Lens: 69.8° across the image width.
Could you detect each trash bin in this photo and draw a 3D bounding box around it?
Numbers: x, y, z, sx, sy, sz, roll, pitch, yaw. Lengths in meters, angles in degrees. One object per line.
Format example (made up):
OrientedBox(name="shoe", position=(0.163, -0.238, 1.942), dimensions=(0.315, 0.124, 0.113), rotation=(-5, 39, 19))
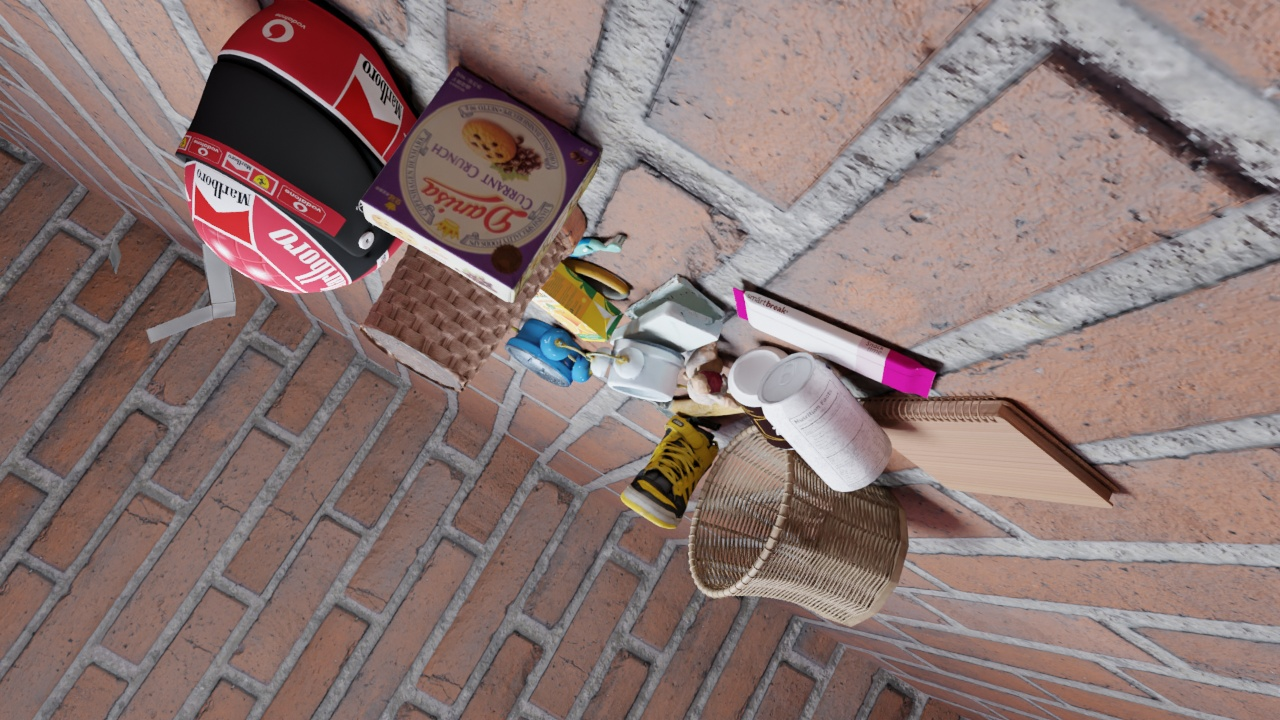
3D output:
OrientedBox(name="trash bin", position=(-0.169, -0.088, 0.912), dimensions=(0.151, 0.209, 0.151), rotation=(28, 165, 8))

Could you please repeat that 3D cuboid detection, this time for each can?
OrientedBox(name="can", position=(0.181, 0.061, 0.904), dimensions=(0.136, 0.078, 0.078), rotation=(46, 160, -24))
OrientedBox(name="can", position=(0.147, 0.043, 0.994), dimensions=(0.072, 0.071, 0.128), rotation=(20, 162, 35))

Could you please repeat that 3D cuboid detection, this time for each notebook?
OrientedBox(name="notebook", position=(0.322, 0.085, 0.894), dimensions=(0.169, 0.022, 0.211), rotation=(35, 165, -18))

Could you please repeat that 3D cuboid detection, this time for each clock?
OrientedBox(name="clock", position=(-0.006, 0.006, 1.012), dimensions=(0.117, 0.057, 0.083), rotation=(20, 169, -34))
OrientedBox(name="clock", position=(-0.132, -0.009, 1.392), dimensions=(0.162, 0.060, 0.117), rotation=(14, 157, 43))

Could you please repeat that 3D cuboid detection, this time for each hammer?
OrientedBox(name="hammer", position=(0.090, 0.062, 1.225), dimensions=(0.132, 0.033, 0.331), rotation=(34, 167, -10))

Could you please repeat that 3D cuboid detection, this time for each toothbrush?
OrientedBox(name="toothbrush", position=(-0.049, -0.120, 0.961), dimensions=(0.022, 0.017, 0.135), rotation=(37, 166, -25))

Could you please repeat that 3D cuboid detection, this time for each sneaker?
OrientedBox(name="sneaker", position=(0.046, 0.147, 1.248), dimensions=(0.086, 0.122, 0.238), rotation=(30, -174, 5))

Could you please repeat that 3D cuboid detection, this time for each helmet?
OrientedBox(name="helmet", position=(-0.329, -0.182, 0.893), dimensions=(0.198, 0.224, 0.271), rotation=(27, 166, 14))

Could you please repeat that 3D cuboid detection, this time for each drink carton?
OrientedBox(name="drink carton", position=(-0.086, -0.073, 1.062), dimensions=(0.122, 0.041, 0.058), rotation=(39, 163, -27))

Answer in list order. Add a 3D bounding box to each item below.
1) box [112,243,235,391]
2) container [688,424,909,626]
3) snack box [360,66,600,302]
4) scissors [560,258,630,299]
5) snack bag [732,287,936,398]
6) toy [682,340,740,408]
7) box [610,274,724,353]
OrientedBox(name="box", position=(-1.130, -0.100, 2.311), dimensions=(0.149, 0.411, 0.167), rotation=(31, 159, -16))
OrientedBox(name="container", position=(0.202, 0.218, 1.174), dimensions=(0.196, 0.226, 0.227), rotation=(23, 168, -18))
OrientedBox(name="snack box", position=(-0.131, -0.147, 0.768), dimensions=(0.143, 0.147, 0.041), rotation=(30, 166, -1))
OrientedBox(name="scissors", position=(-0.098, -0.108, 1.084), dimensions=(0.226, 0.016, 0.225), rotation=(15, 158, 45))
OrientedBox(name="snack bag", position=(0.176, -0.018, 0.851), dimensions=(0.197, 0.016, 0.070), rotation=(25, 165, 20))
OrientedBox(name="toy", position=(0.089, 0.018, 1.064), dimensions=(0.085, 0.074, 0.106), rotation=(17, 174, -12))
OrientedBox(name="box", position=(0.028, -0.036, 1.012), dimensions=(0.085, 0.070, 0.199), rotation=(52, 161, -4))
